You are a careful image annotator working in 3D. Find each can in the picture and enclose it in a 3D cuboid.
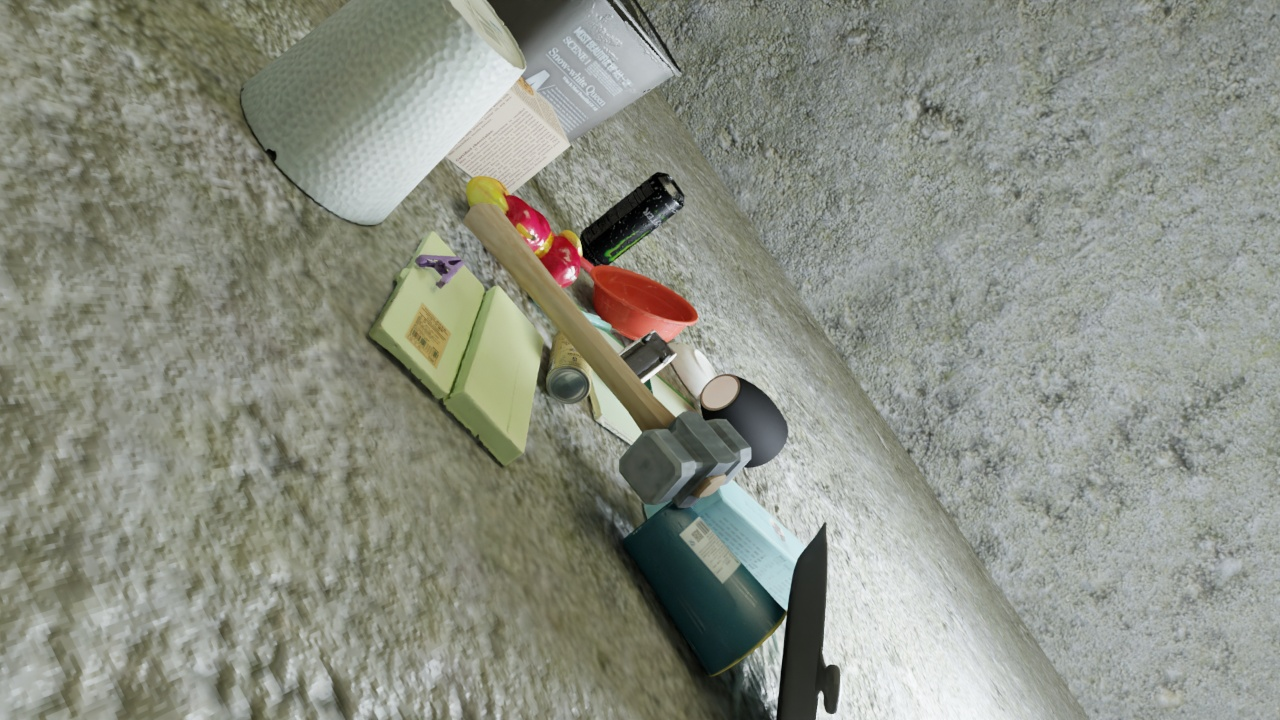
[{"bbox_3d":[-0.061,0.003,0.801,0.038,0.038,0.079,48,18,-22],"label":"can"},{"bbox_3d":[-0.012,-0.168,1.099,0.054,0.138,0.053,48,18,-21],"label":"can"}]

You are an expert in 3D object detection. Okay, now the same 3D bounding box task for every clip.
[{"bbox_3d":[-0.151,-0.071,0.686,0.046,0.014,0.050,35,25,-24],"label":"clip"}]

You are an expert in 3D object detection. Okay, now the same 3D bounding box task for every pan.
[{"bbox_3d":[0.116,0.219,0.656,0.355,0.024,0.216,65,32,-74],"label":"pan"}]

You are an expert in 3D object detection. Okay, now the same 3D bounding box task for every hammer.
[{"bbox_3d":[-0.044,-0.017,0.751,0.323,0.051,0.117,49,25,22],"label":"hammer"}]

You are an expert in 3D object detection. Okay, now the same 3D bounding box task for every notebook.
[{"bbox_3d":[0.014,0.053,0.962,0.252,0.010,0.181,41,21,-41],"label":"notebook"}]

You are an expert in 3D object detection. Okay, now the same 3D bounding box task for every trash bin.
[{"bbox_3d":[-0.111,-0.356,1.048,0.197,0.220,0.197,34,26,-50],"label":"trash bin"},{"bbox_3d":[-0.176,-0.198,0.657,0.133,0.161,0.133,48,18,-21],"label":"trash bin"}]

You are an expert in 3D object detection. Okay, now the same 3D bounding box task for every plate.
[{"bbox_3d":[0.075,0.014,1.182,0.104,0.026,0.104,48,17,-20],"label":"plate"}]

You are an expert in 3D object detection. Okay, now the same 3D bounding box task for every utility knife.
[{"bbox_3d":[-0.043,-0.036,0.923,0.022,0.015,0.177,23,0,43],"label":"utility knife"}]

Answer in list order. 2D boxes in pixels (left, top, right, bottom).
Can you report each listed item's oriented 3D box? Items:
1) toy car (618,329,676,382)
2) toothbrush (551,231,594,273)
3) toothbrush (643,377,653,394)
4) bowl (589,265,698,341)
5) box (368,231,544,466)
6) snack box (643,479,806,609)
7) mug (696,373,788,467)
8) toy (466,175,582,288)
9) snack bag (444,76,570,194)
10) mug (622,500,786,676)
[{"bbox_3d":[-0.005,0.005,0.917,0.039,0.039,0.112,47,35,4],"label":"toy car"},{"bbox_3d":[-0.040,-0.101,1.100,0.212,0.018,0.012,36,24,-47],"label":"toothbrush"},{"bbox_3d":[0.005,-0.003,1.003,0.016,0.017,0.189,47,15,-21],"label":"toothbrush"},{"bbox_3d":[-0.003,-0.055,1.017,0.130,0.045,0.130,22,20,-9],"label":"bowl"},{"bbox_3d":[-0.129,-0.018,0.686,0.137,0.024,0.186,46,18,-19],"label":"box"},{"bbox_3d":[0.085,0.165,0.819,0.174,0.075,0.053,43,21,-34],"label":"snack box"},{"bbox_3d":[0.105,0.060,1.084,0.119,0.084,0.100,26,-18,48],"label":"mug"},{"bbox_3d":[-0.110,-0.123,0.871,0.137,0.067,0.105,47,2,-19],"label":"toy"},{"bbox_3d":[-0.175,-0.258,0.901,0.206,0.094,0.069,34,26,-50],"label":"snack bag"},{"bbox_3d":[0.045,0.169,0.709,0.121,0.078,0.078,52,16,7],"label":"mug"}]
